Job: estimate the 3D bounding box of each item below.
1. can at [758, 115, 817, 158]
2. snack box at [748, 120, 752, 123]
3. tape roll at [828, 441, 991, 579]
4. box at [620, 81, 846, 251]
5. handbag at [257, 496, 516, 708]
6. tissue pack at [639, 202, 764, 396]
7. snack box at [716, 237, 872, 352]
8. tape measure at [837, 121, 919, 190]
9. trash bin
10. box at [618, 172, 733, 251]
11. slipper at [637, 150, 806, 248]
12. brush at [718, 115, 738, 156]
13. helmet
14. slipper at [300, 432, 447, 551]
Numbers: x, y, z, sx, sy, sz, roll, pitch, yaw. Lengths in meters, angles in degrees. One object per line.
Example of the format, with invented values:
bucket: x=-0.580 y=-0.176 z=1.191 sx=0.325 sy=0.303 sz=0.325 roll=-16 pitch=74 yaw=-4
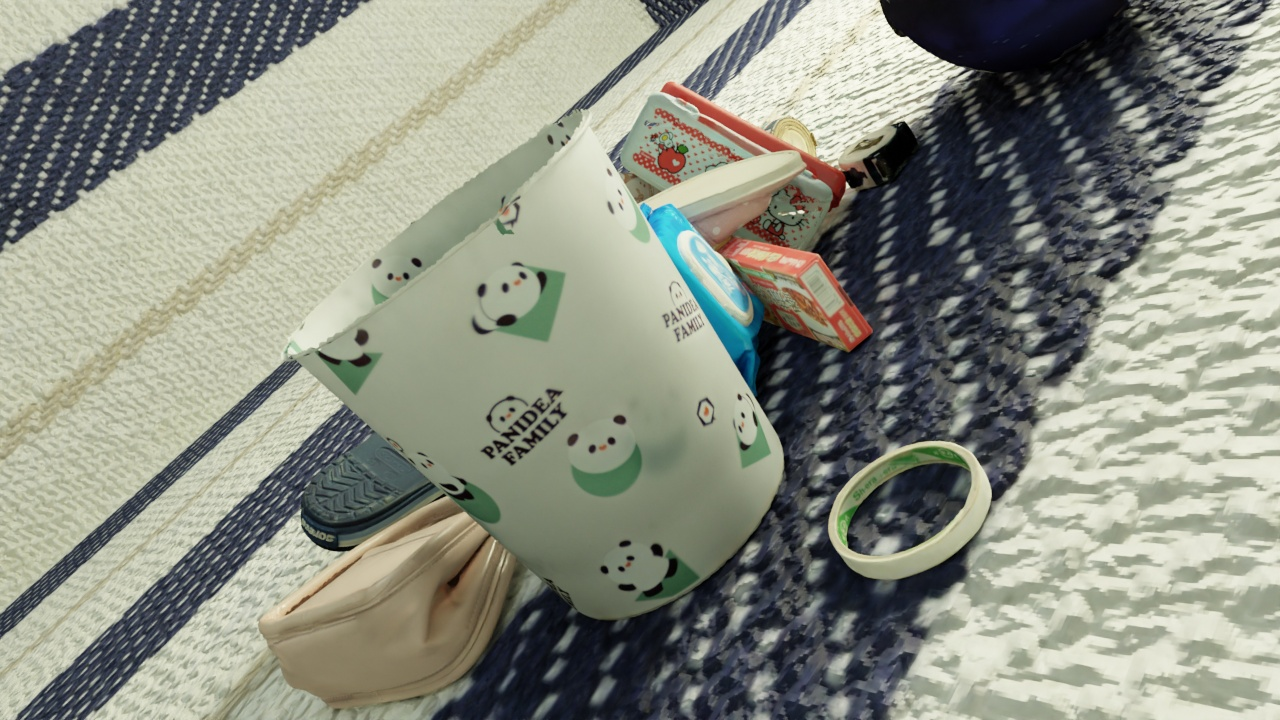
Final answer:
can: x=0.134 y=-0.221 z=1.027 sx=0.111 sy=0.075 sz=0.075 roll=-11 pitch=34 yaw=50
snack box: x=0.088 y=-0.232 z=1.147 sx=0.074 sy=0.051 sz=0.174 roll=-18 pitch=23 yaw=45
tape roll: x=0.138 y=0.076 z=0.477 sx=0.086 sy=0.014 sz=0.085 roll=-33 pitch=21 yaw=14
box: x=0.085 y=-0.175 z=0.872 sx=0.101 sy=0.201 sz=0.095 roll=-59 pitch=-11 yaw=4
handbag: x=-0.169 y=0.161 z=0.738 sx=0.194 sy=0.093 sz=0.233 roll=-24 pitch=17 yaw=34
tissue pack: x=0.045 y=-0.049 z=0.699 sx=0.052 sy=0.157 sz=0.094 roll=-36 pitch=16 yaw=26
snack box: x=0.113 y=-0.054 z=0.709 sx=0.025 sy=0.075 sz=0.153 roll=-41 pitch=21 yaw=-6
tape measure: x=0.224 y=-0.194 z=0.881 sx=0.066 sy=0.033 sz=0.065 roll=-9 pitch=33 yaw=52
trash bin: x=-0.050 y=0.013 z=0.585 sx=0.230 sy=0.252 sz=0.229 roll=-33 pitch=21 yaw=14
box: x=-0.011 y=-0.124 z=0.992 sx=0.184 sy=0.154 sz=0.183 roll=-14 pitch=15 yaw=-43
slipper: x=0.017 y=-0.107 z=0.788 sx=0.274 sy=0.054 sz=0.114 roll=-24 pitch=19 yaw=1
brush: x=0.065 y=-0.200 z=0.995 sx=0.073 sy=0.063 sz=0.146 roll=-3 pitch=-20 yaw=-37
helmet: x=0.337 y=-0.403 z=0.825 sx=0.248 sy=0.240 sz=0.314 roll=-20 pitch=38 yaw=43
slipper: x=-0.219 y=0.113 z=0.894 sx=0.252 sy=0.105 sz=0.095 roll=-41 pitch=-29 yaw=-51
